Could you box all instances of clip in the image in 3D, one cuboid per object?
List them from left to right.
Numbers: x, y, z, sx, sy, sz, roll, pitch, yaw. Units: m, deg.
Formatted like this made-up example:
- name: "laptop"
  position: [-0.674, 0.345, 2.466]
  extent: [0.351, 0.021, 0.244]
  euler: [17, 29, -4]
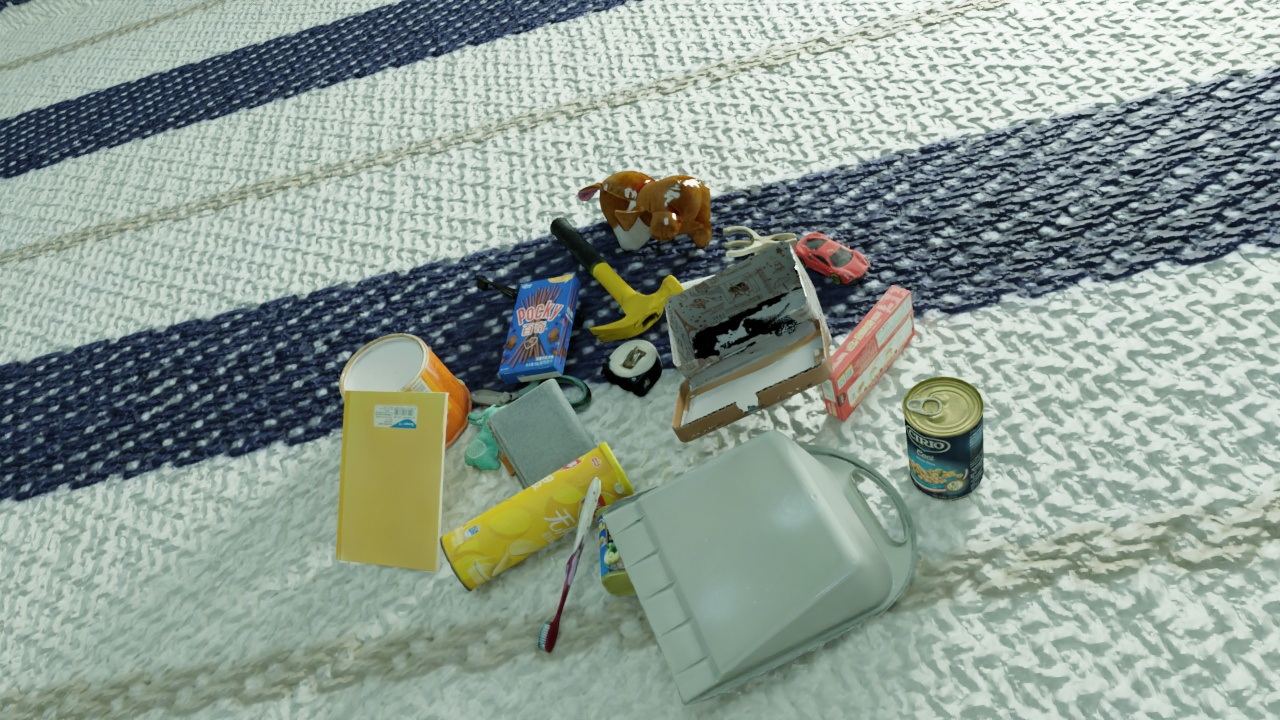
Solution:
- name: "clip"
  position: [0.154, -0.148, 1.240]
  extent: [0.101, 0.035, 0.096]
  euler: [15, 52, 22]

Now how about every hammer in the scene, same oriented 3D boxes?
- name: "hammer"
  position: [-0.057, -0.127, 1.286]
  extent: [0.129, 0.033, 0.300]
  euler: [-42, 43, 1]

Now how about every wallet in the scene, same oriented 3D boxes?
- name: "wallet"
  position: [-0.117, 0.100, 1.102]
  extent: [0.106, 0.037, 0.129]
  euler: [-31, 66, -7]

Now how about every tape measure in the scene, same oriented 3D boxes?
- name: "tape measure"
  position: [-0.007, 0.007, 1.160]
  extent: [0.066, 0.034, 0.065]
  euler: [22, 60, 32]

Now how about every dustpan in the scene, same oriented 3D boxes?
- name: "dustpan"
  position: [0.135, 0.189, 0.918]
  extent: [0.258, 0.142, 0.222]
  euler: [-36, 53, 12]

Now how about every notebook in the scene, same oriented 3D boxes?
- name: "notebook"
  position: [-0.295, 0.139, 1.082]
  extent: [0.146, 0.010, 0.206]
  euler: [0, 87, 21]

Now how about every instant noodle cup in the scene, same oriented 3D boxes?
- name: "instant noodle cup"
  position: [-0.308, 0.044, 1.184]
  extent: [0.151, 0.111, 0.151]
  euler: [-11, 47, 11]

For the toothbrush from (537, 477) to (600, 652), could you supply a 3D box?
- name: "toothbrush"
  position: [-0.074, 0.214, 0.972]
  extent: [0.017, 0.016, 0.187]
  euler: [5, 73, 38]

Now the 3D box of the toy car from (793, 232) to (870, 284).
- name: "toy car"
  position: [0.249, -0.134, 1.193]
  extent: [0.049, 0.031, 0.106]
  euler: [-41, 51, -16]

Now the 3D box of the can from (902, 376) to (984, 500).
- name: "can"
  position: [0.306, 0.080, 0.924]
  extent: [0.075, 0.111, 0.075]
  euler: [-11, 45, 11]

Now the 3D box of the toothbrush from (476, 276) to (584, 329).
- name: "toothbrush"
  position: [-0.164, -0.087, 1.310]
  extent: [0.213, 0.026, 0.027]
  euler: [22, 103, 36]

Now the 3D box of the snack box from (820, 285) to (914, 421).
- name: "snack box"
  position: [0.260, -0.009, 1.045]
  extent: [0.025, 0.075, 0.152]
  euler: [27, 63, 38]

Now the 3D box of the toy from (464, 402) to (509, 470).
- name: "toy"
  position: [-0.192, 0.093, 1.149]
  extent: [0.097, 0.030, 0.091]
  euler: [5, 63, 41]

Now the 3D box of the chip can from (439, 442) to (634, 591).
- name: "chip can"
  position: [-0.114, 0.173, 1.025]
  extent: [0.213, 0.072, 0.072]
  euler: [-29, 46, -5]

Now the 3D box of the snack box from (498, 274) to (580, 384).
- name: "snack box"
  position: [-0.133, -0.044, 1.224]
  extent: [0.085, 0.026, 0.156]
  euler: [-9, 52, 22]

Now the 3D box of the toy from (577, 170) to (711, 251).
- name: "toy"
  position: [0.010, -0.212, 1.307]
  extent: [0.200, 0.140, 0.130]
  euler: [28, 105, 38]

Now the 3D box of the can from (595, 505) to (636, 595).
- name: "can"
  position: [0.006, 0.195, 0.970]
  extent: [0.102, 0.057, 0.083]
  euler: [-13, 48, 9]

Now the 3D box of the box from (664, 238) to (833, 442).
- name: "box"
  position: [0.122, -0.010, 1.039]
  extent: [0.179, 0.103, 0.260]
  euler: [-26, 38, 17]

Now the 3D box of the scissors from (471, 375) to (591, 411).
- name: "scissors"
  position: [-0.137, 0.042, 1.188]
  extent: [0.185, 0.019, 0.129]
  euler: [28, 63, 35]

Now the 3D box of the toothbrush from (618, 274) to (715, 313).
- name: "toothbrush"
  position: [0.073, -0.095, 1.221]
  extent: [0.221, 0.027, 0.026]
  euler: [-13, 38, 17]
